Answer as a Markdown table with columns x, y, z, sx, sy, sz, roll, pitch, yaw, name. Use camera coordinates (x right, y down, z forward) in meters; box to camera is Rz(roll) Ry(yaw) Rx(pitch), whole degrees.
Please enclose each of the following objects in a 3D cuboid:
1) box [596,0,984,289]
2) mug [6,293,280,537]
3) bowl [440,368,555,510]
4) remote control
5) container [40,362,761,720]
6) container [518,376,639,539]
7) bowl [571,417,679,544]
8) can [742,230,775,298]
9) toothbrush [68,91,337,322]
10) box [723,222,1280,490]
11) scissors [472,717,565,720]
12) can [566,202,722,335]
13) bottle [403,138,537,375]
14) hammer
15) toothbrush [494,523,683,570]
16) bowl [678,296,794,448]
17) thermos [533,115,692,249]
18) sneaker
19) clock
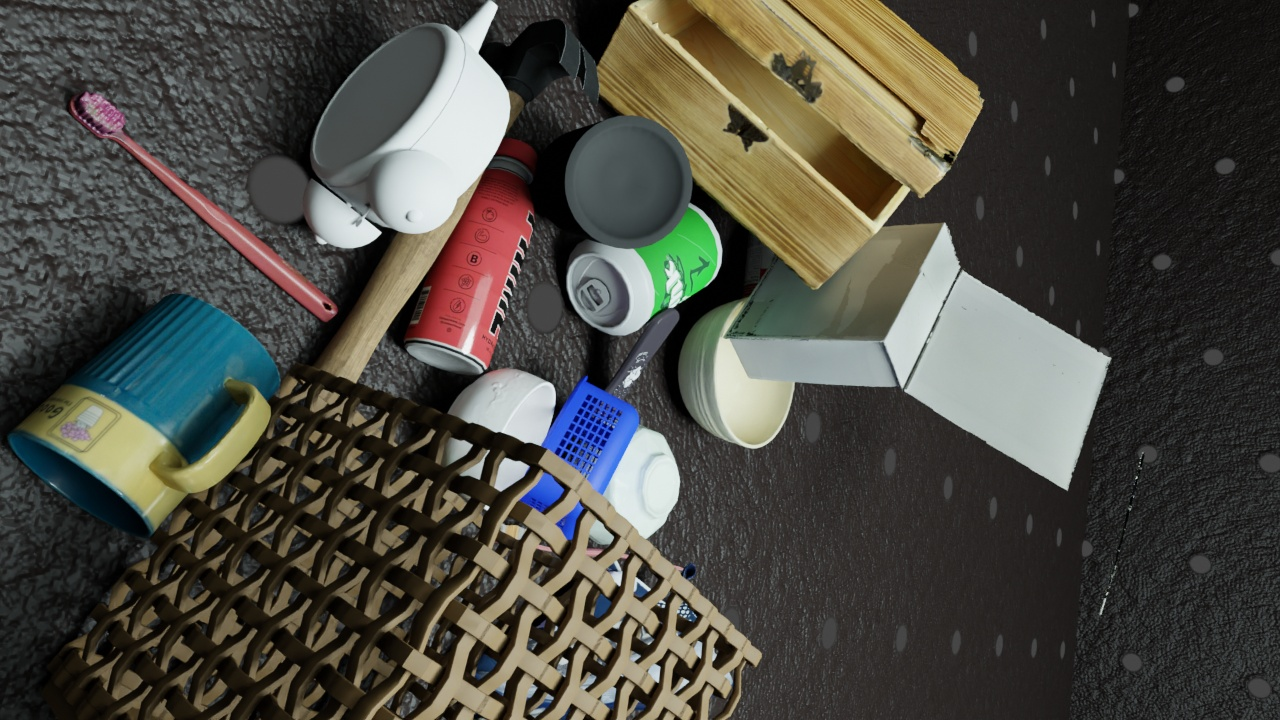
| x | y | z | sx | sy | sz | roll | pitch | yaw | name |
| --- | --- | --- | --- | --- | --- | --- | --- | --- | --- |
| 0.146 | -0.249 | 0.822 | 0.279 | 0.168 | 0.244 | 41 | 47 | 2 | box |
| -0.243 | 0.030 | 0.480 | 0.107 | 0.114 | 0.083 | -58 | 144 | -36 | mug |
| -0.111 | 0.053 | 0.678 | 0.104 | 0.054 | 0.105 | -60 | 166 | -27 | bowl |
| -0.005 | 0.005 | 0.799 | 0.125 | 0.009 | 0.046 | -55 | 162 | 22 | remote control |
| -0.124 | 0.168 | 0.499 | 0.213 | 0.252 | 0.219 | -57 | 133 | -20 | container |
| -0.049 | 0.081 | 0.731 | 0.114 | 0.058 | 0.096 | -62 | 178 | -31 | container |
| -0.005 | 0.110 | 0.826 | 0.117 | 0.061 | 0.117 | -2 | 93 | -52 | bowl |
| 0.156 | -0.093 | 0.999 | 0.086 | 0.087 | 0.116 | 12 | 82 | -51 | can |
| -0.250 | -0.085 | 0.544 | 0.190 | 0.016 | 0.016 | 49 | 54 | -40 | toothbrush |
| 0.321 | -0.006 | 0.795 | 0.166 | 0.479 | 0.119 | -54 | 152 | -32 | box |
| -0.091 | 0.326 | 0.728 | 0.154 | 0.163 | 0.012 | 26 | 36 | -14 | scissors |
| 0.005 | -0.084 | 0.808 | 0.139 | 0.088 | 0.088 | -34 | 117 | -46 | can |
| -0.117 | -0.081 | 0.675 | 0.062 | 0.062 | 0.176 | 35 | 65 | -47 | bottle |
| -0.132 | -0.109 | 0.630 | 0.040 | 0.132 | 0.304 | 43 | 68 | -40 | hammer |
| -0.038 | 0.161 | 0.775 | 0.184 | 0.015 | 0.015 | 18 | 73 | -30 | toothbrush |
| 0.087 | 0.011 | 0.926 | 0.150 | 0.075 | 0.151 | -3 | 93 | -50 | bowl |
| -0.031 | -0.134 | 0.693 | 0.086 | 0.198 | 0.086 | -3 | 101 | -14 | thermos |
| -0.039 | 0.229 | 0.775 | 0.269 | 0.103 | 0.132 | 11 | 60 | -40 | sneaker |
| -0.143 | -0.143 | 0.588 | 0.073 | 0.126 | 0.160 | 42 | 54 | -44 | clock |
